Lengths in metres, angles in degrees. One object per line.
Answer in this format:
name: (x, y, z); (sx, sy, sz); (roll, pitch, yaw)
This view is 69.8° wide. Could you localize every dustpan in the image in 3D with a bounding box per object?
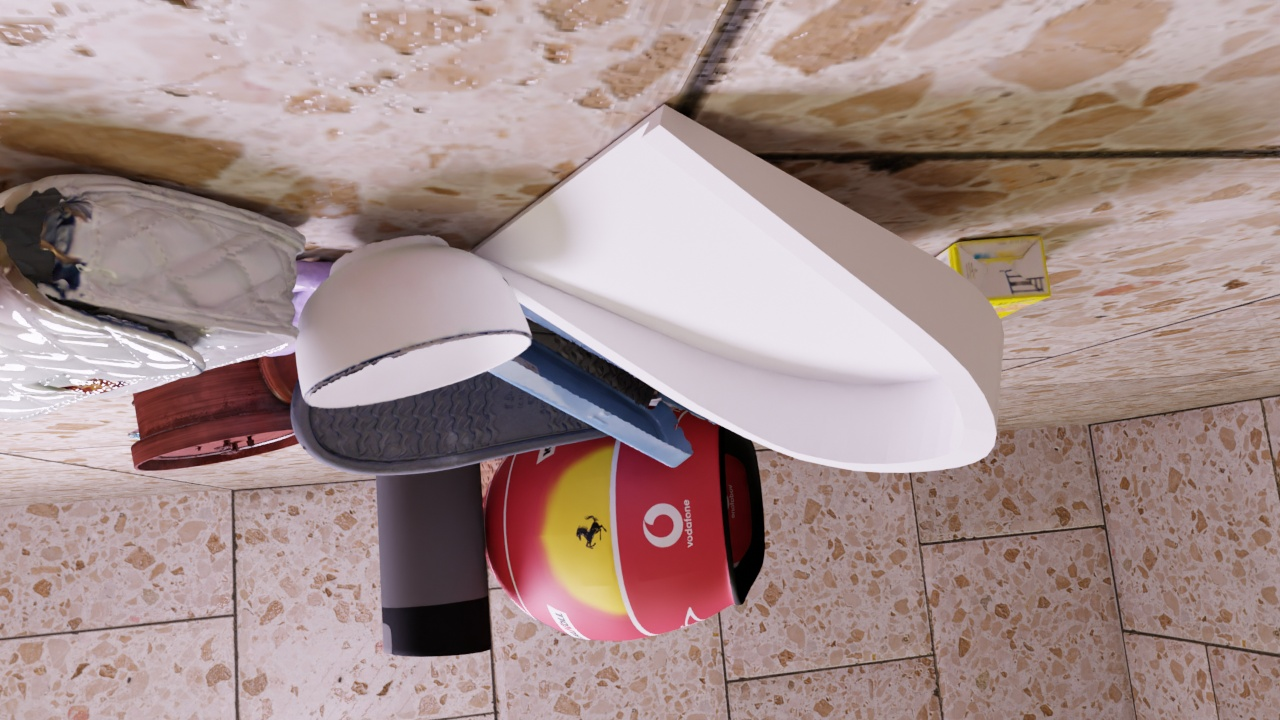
dustpan: (0.060, -0.007, 0.458); (0.257, 0.053, 0.192); (22, 159, -27)

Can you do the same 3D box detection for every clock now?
clock: (-0.269, 0.023, 0.626); (0.157, 0.072, 0.121); (-12, 173, -16)

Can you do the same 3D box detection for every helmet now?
helmet: (-0.019, 0.137, 0.798); (0.225, 0.197, 0.270); (-6, 174, 13)

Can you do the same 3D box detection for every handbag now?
handbag: (-0.255, -0.019, 0.410); (0.195, 0.072, 0.138); (-11, 168, 33)

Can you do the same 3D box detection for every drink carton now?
drink carton: (0.213, -0.043, 0.616); (0.058, 0.043, 0.135); (-5, 171, -5)

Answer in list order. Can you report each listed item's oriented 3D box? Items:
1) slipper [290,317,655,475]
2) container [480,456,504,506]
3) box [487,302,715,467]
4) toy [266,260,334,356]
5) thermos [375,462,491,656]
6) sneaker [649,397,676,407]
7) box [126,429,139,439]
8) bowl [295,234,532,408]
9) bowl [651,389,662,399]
slipper: (-0.110, 0.007, 0.635); (0.267, 0.111, 0.083); (-3, -163, -37)
container: (-0.148, 0.088, 0.967); (0.199, 0.114, 0.112); (-9, -174, 35)
box: (-0.023, 0.002, 0.600); (0.059, 0.068, 0.210); (-41, 137, 15)
toy: (-0.193, -0.029, 0.506); (0.100, 0.036, 0.080); (-12, 160, 12)
thermos: (-0.167, 0.110, 0.730); (0.082, 0.240, 0.082); (-5, 171, -1)
sneaker: (-0.020, 0.061, 0.991); (0.089, 0.090, 0.243); (1, 170, -38)
box: (-0.366, 0.048, 0.818); (0.159, 0.035, 0.231); (-4, 177, -26)
bowl: (-0.117, -0.022, 0.455); (0.113, 0.063, 0.113); (-18, 172, -3)
bowl: (-0.004, 0.004, 0.755); (0.110, 0.055, 0.110); (-6, 171, -1)
